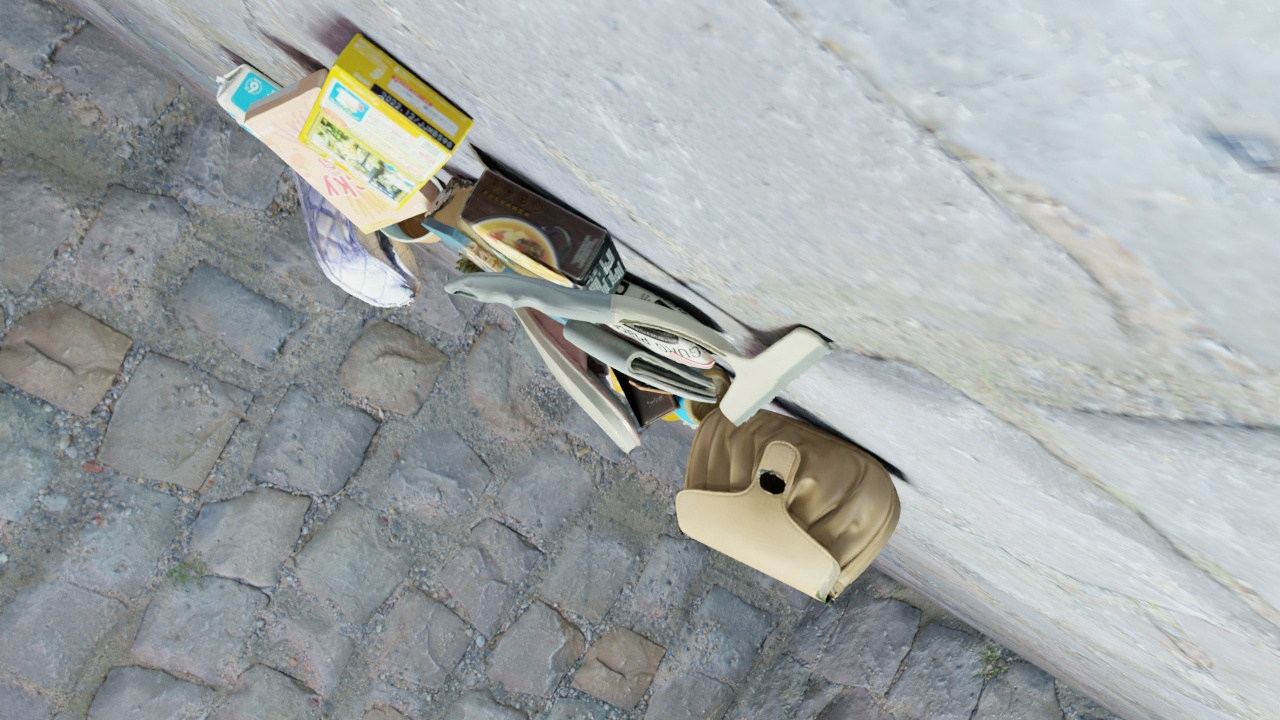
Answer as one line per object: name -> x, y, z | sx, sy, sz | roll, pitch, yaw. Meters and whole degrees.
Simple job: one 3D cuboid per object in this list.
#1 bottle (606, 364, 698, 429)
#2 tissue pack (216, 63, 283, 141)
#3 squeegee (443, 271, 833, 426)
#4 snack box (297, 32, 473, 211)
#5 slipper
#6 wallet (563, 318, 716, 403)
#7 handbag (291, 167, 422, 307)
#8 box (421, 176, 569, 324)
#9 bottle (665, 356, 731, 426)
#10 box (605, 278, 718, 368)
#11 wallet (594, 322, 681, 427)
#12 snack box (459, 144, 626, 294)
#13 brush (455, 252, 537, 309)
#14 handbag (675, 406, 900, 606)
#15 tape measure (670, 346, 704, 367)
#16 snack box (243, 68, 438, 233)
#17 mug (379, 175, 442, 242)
bottle -> 0.006, 0.027, 1.239 | 0.189, 0.068, 0.068 | 33, 176, 13
tissue pack -> -0.433, -0.287, 1.095 | 0.140, 0.063, 0.090 | 35, 176, -11
squeegee -> -0.015, -0.028, 0.646 | 0.246, 0.039, 0.247 | 17, 164, -2
snack box -> -0.176, -0.154, 0.618 | 0.087, 0.033, 0.141 | 36, 156, -20
slipper -> -0.069, 0.004, 1.043 | 0.274, 0.054, 0.114 | 45, 167, 46
wallet -> -0.001, 0.005, 0.822 | 0.106, 0.037, 0.130 | 25, -179, -32
handbag -> -0.319, -0.164, 1.040 | 0.193, 0.076, 0.134 | 67, -171, 22
box -> -0.112, -0.095, 0.863 | 0.184, 0.059, 0.090 | 39, 175, -32
bottle -> 0.015, 0.008, 1.006 | 0.065, 0.065, 0.219 | 37, 175, -35
box -> 0.004, -0.041, 0.763 | 0.164, 0.057, 0.071 | 28, 158, 40
wallet -> -0.006, 0.005, 0.942 | 0.122, 0.020, 0.096 | 62, 157, 3
snack box -> -0.078, -0.096, 0.701 | 0.126, 0.053, 0.113 | 28, 175, 10
brush -> -0.130, -0.099, 0.991 | 0.146, 0.063, 0.069 | 30, -155, 34
handbag -> 0.133, 0.128, 0.864 | 0.205, 0.147, 0.099 | 21, 172, 28
tape measure -> 0.034, -0.015, 0.882 | 0.058, 0.025, 0.054 | 34, 177, -13
snack box -> -0.261, -0.180, 0.815 | 0.085, 0.026, 0.157 | -16, 142, 22
mug -> -0.243, -0.164, 1.004 | 0.078, 0.078, 0.123 | 34, -179, -4
